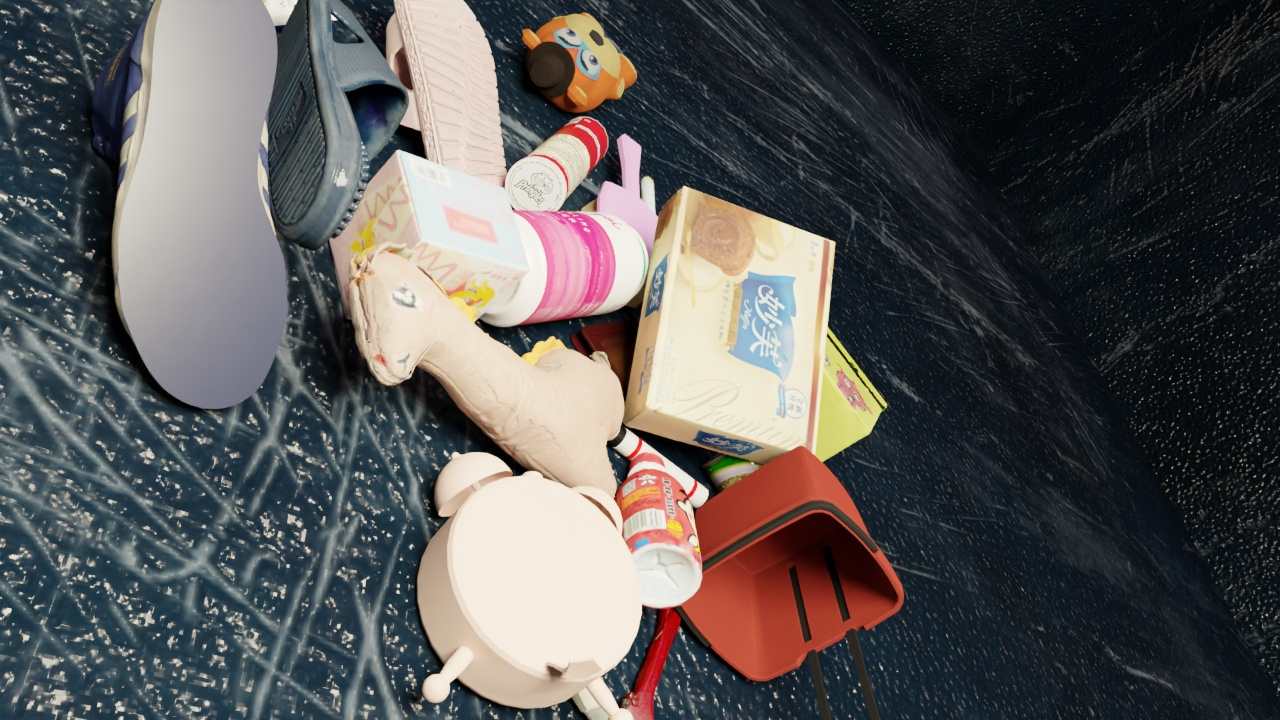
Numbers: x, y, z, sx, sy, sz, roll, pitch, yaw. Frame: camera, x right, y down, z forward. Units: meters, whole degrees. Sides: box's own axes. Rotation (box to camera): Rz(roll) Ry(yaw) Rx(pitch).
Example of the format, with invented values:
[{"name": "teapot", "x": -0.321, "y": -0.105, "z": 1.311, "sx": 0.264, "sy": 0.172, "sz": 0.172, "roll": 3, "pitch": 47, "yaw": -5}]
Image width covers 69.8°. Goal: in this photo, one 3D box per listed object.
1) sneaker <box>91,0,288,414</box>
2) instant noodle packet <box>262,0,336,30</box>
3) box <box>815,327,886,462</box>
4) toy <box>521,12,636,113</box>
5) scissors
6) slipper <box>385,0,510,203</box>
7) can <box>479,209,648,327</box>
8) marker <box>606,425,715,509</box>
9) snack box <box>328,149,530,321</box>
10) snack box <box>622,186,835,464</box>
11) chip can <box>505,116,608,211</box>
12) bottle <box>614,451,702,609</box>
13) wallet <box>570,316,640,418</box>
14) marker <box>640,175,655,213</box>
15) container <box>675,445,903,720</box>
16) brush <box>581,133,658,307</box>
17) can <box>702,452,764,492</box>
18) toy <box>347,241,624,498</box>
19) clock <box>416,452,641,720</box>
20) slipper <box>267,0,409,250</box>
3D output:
[{"name": "sneaker", "x": -0.270, "y": -0.092, "z": 0.528, "sx": 0.091, "sy": 0.119, "sz": 0.233, "roll": -2, "pitch": 93, "yaw": -46}, {"name": "instant noodle packet", "x": -0.306, "y": -0.294, "z": 0.713, "sx": 0.087, "sy": 0.026, "sz": 0.134, "roll": 49, "pitch": 31, "yaw": -6}, {"name": "box", "x": 0.122, "y": -0.002, "z": 0.895, "sx": 0.221, "sy": 0.125, "sz": 0.082, "roll": 52, "pitch": 31, "yaw": 3}, {"name": "toy", "x": -0.071, "y": -0.324, "z": 1.005, "sx": 0.112, "sy": 0.096, "sz": 0.175, "roll": 49, "pitch": 42, "yaw": -7}, {"name": "scissors", "x": -0.018, "y": 0.206, "z": 0.597, "sx": 0.179, "sy": 0.015, "sz": 0.196, "roll": 58, "pitch": 31, "yaw": 10}, {"name": "slipper", "x": -0.169, "y": -0.209, "z": 0.778, "sx": 0.094, "sy": 0.065, "sz": 0.239, "roll": -2, "pitch": 77, "yaw": -56}, {"name": "can", "x": -0.068, "y": -0.077, "z": 0.749, "sx": 0.165, "sy": 0.088, "sz": 0.088, "roll": -13, "pitch": 69, "yaw": -57}, {"name": "marker", "x": 0.025, "y": 0.096, "z": 0.763, "sx": 0.145, "sy": 0.019, "sz": 0.019, "roll": 38, "pitch": 34, "yaw": -22}, {"name": "snack box", "x": -0.147, "y": -0.075, "z": 0.635, "sx": 0.092, "sy": 0.095, "sz": 0.079, "roll": 12, "pitch": 50, "yaw": -48}, {"name": "snack box", "x": 0.079, "y": -0.028, "z": 0.776, "sx": 0.153, "sy": 0.055, "sz": 0.207, "roll": 17, "pitch": 67, "yaw": -16}, {"name": "chip can", "x": -0.073, "y": -0.186, "z": 0.859, "sx": 0.052, "sy": 0.052, "sz": 0.214, "roll": 45, "pitch": 22, "yaw": -12}, {"name": "bottle", "x": 0.009, "y": 0.116, "z": 0.678, "sx": 0.062, "sy": 0.062, "sz": 0.137, "roll": 40, "pitch": 19, "yaw": -20}, {"name": "wallet", "x": -0.005, "y": 0.005, "z": 0.821, "sx": 0.091, "sy": 0.018, "sz": 0.115, "roll": 58, "pitch": 29, "yaw": 10}, {"name": "marker", "x": 0.009, "y": -0.155, "z": 1.001, "sx": 0.017, "sy": 0.017, "sz": 0.146, "roll": 33, "pitch": 36, "yaw": -29}, {"name": "container", "x": 0.109, "y": 0.170, "z": 0.667, "sx": 0.127, "sy": 0.148, "sz": 0.200, "roll": 49, "pitch": 19, "yaw": -18}, {"name": "brush", "x": -0.019, "y": -0.150, "z": 0.932, "sx": 0.089, "sy": 0.043, "sz": 0.228, "roll": 32, "pitch": 36, "yaw": -30}, {"name": "can", "x": 0.115, "y": 0.124, "z": 0.808, "sx": 0.121, "sy": 0.067, "sz": 0.067, "roll": 54, "pitch": 31, "yaw": 5}, {"name": "toy", "x": -0.094, "y": -0.004, "z": 0.627, "sx": 0.264, "sy": 0.065, "sz": 0.195, "roll": 47, "pitch": 25, "yaw": -37}, {"name": "clock", "x": -0.059, "y": 0.129, "z": 0.548, "sx": 0.131, "sy": 0.086, "sz": 0.160, "roll": 22, "pitch": 34, "yaw": -27}, {"name": "slipper", "x": -0.202, "y": -0.158, "z": 0.616, "sx": 0.082, "sy": 0.101, "sz": 0.263, "roll": 21, "pitch": 31, "yaw": -39}]
